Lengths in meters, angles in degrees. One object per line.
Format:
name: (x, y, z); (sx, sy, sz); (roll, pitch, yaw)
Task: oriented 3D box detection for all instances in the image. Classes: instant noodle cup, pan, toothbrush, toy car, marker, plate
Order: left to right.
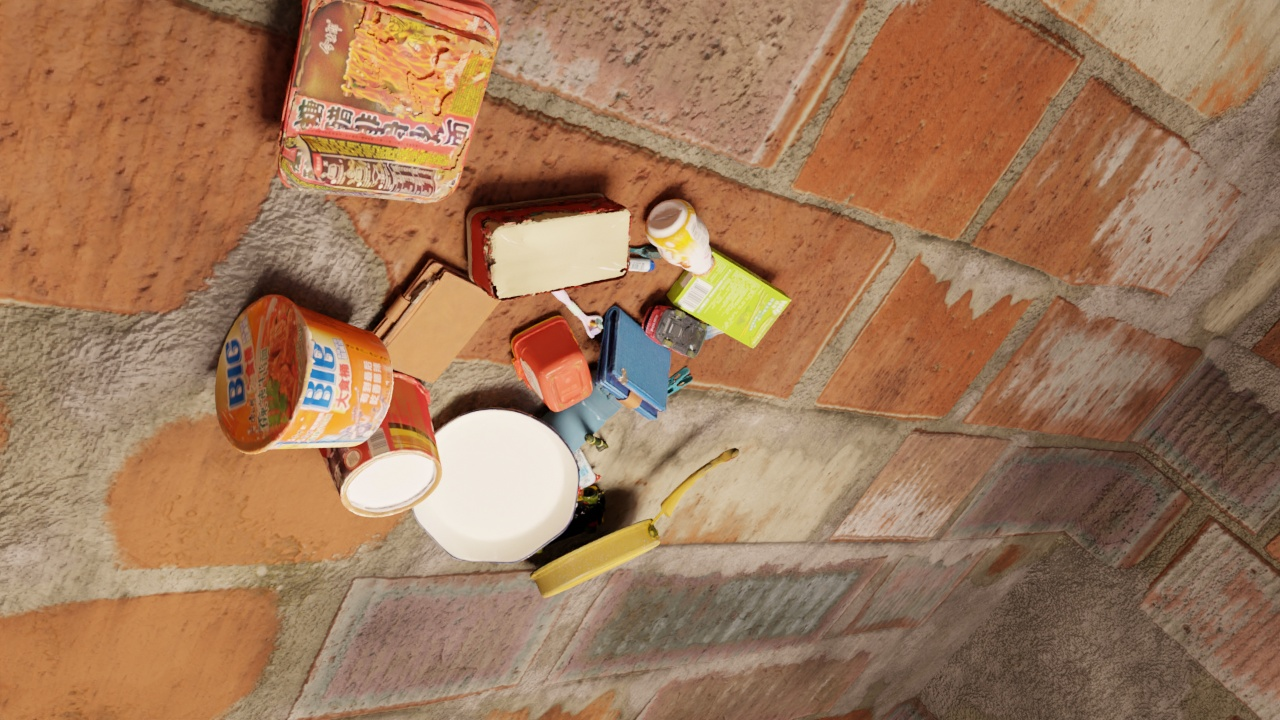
instant noodle cup: (-0.322, 0.020, 0.894); (0.151, 0.151, 0.111); (-53, 146, 16)
instant noodle cup: (-0.286, 0.097, 1.003); (0.137, 0.108, 0.138); (-18, 141, -16)
instant noodle cup: (-0.219, -0.233, 0.778); (0.164, 0.079, 0.189); (0, 128, -37)
plate: (-0.178, 0.151, 1.131); (0.204, 0.045, 0.205); (-2, 107, -8)
toothbrush: (-0.097, -0.083, 1.057); (0.189, 0.021, 0.029); (46, 64, -49)
toy car: (-0.116, 0.226, 1.313); (0.155, 0.041, 0.071); (-18, 126, -30)
toothbrush: (-0.059, 0.109, 1.202); (0.017, 0.012, 0.186); (-32, 171, -1)
toothbrush: (-0.049, -0.129, 1.051); (0.191, 0.018, 0.016); (0, 116, -37)
marker: (-0.044, -0.114, 1.070); (0.145, 0.017, 0.017); (-1, 127, -37)
pan: (-0.002, 0.239, 1.342); (0.358, 0.078, 0.197); (-27, 168, 7)
toy car: (0.045, -0.039, 1.181); (0.120, 0.045, 0.053); (24, 90, -56)

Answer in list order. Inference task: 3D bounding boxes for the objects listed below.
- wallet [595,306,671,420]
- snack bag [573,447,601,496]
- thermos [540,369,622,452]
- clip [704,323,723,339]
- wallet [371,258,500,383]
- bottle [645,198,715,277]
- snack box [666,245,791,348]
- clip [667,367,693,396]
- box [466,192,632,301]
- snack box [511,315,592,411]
wallet: (-0.007, 0.007, 1.160); (0.040, 0.106, 0.133); (-8, 153, 31)
snack bag: (-0.087, 0.146, 1.269); (0.045, 0.026, 0.105); (-33, 130, -9)
thermos: (-0.111, 0.102, 1.187); (0.220, 0.070, 0.070); (-43, 140, 5)
clip: (0.110, -0.045, 1.249); (0.056, 0.028, 0.024); (-20, 132, -8)
wallet: (-0.225, -0.040, 0.992); (0.132, 0.031, 0.107); (-49, 143, 12)
bottle: (0.052, -0.140, 1.081); (0.063, 0.063, 0.108); (-42, 140, 3)
snack box: (0.117, -0.082, 1.194); (0.156, 0.026, 0.086); (25, 110, -35)
clip: (0.048, 0.032, 1.280); (0.056, 0.014, 0.041); (-34, 140, -8)
box: (-0.090, -0.121, 0.965); (0.168, 0.079, 0.091); (-14, 120, -31)
snack box: (-0.103, 0.008, 1.091); (0.082, 0.080, 0.091); (-27, 139, -13)
